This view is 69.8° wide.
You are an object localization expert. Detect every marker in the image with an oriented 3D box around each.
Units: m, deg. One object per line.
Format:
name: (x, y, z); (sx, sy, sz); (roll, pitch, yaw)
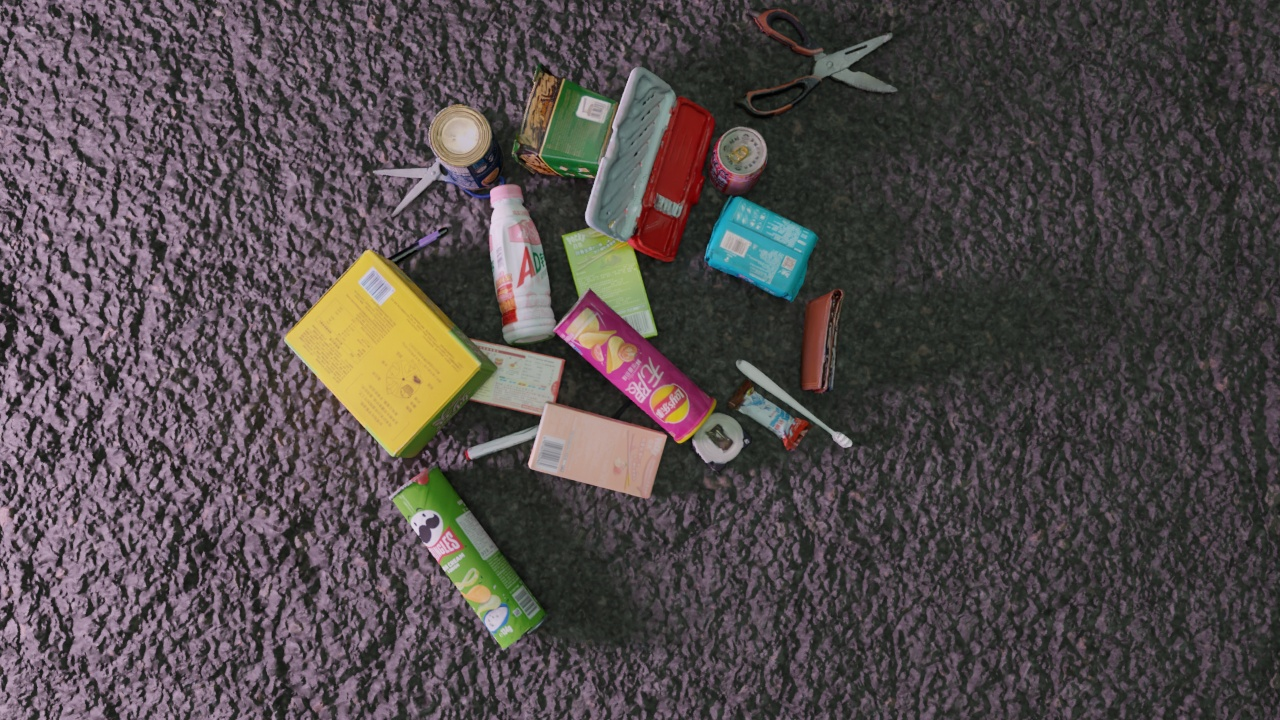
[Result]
marker: (-0.151, 0.096, 1.160); (0.145, 0.017, 0.017); (-19, 87, -1)

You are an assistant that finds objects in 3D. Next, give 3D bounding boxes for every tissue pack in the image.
tissue pack: (0.153, -0.141, 1.159); (0.133, 0.050, 0.093); (25, 85, 0)

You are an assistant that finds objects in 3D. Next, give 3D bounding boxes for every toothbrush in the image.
toothbrush: (-0.032, 0.068, 1.163); (0.018, 0.015, 0.181); (41, 87, -17)
toothbrush: (-0.329, -0.122, 1.172); (0.189, 0.017, 0.014); (-31, 87, -3)
toothbrush: (0.195, 0.055, 1.166); (0.180, 0.016, 0.016); (37, 85, 2)

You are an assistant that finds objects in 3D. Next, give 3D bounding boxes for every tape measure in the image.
tape measure: (0.098, 0.099, 1.154); (0.066, 0.033, 0.065); (45, 86, 1)

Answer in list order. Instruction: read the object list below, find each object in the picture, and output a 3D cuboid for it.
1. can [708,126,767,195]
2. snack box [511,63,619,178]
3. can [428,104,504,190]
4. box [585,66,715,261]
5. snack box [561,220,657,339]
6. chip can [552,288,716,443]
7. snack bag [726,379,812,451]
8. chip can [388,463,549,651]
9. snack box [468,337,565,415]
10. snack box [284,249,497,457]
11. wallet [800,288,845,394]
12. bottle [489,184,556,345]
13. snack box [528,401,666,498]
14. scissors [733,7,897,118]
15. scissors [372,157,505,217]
can: (0.121, -0.248, 1.142); (0.066, 0.094, 0.066); (0, 87, -1)
snack box: (-0.077, -0.280, 1.120); (0.106, 0.117, 0.118); (16, 91, 14)
can: (-0.211, -0.258, 1.118); (0.075, 0.111, 0.075); (0, 87, -1)
box: (0.013, -0.237, 1.128); (0.158, 0.039, 0.201); (19, 87, -39)
snack box: (-0.039, -0.095, 1.167); (0.086, 0.026, 0.156); (-16, 88, -1)
chip can: (-0.007, 0.007, 1.118); (0.210, 0.071, 0.071); (42, 87, -8)
snack bag: (0.163, 0.069, 1.160); (0.104, 0.026, 0.048); (38, 75, 1)
chip can: (-0.210, 0.240, 1.125); (0.072, 0.072, 0.236); (-37, 88, -2)
snack box: (-0.179, 0.019, 1.159); (0.156, 0.027, 0.077); (13, 87, 0)
snack box: (-0.304, -0.007, 1.120); (0.210, 0.070, 0.158); (44, 92, 10)
wallet: (0.224, -0.021, 1.128); (0.032, 0.101, 0.124); (6, 87, -2)
bottle: (-0.153, -0.121, 1.150); (0.068, 0.068, 0.197); (-10, 83, -1)
snack box: (-0.053, 0.111, 1.140); (0.157, 0.026, 0.084); (16, 91, -10)
scissors: (0.223, -0.380, 1.189); (0.225, 0.015, 0.189); (31, 87, 2)
scissors: (-0.252, -0.245, 1.181); (0.174, 0.012, 0.162); (22, 88, 2)
